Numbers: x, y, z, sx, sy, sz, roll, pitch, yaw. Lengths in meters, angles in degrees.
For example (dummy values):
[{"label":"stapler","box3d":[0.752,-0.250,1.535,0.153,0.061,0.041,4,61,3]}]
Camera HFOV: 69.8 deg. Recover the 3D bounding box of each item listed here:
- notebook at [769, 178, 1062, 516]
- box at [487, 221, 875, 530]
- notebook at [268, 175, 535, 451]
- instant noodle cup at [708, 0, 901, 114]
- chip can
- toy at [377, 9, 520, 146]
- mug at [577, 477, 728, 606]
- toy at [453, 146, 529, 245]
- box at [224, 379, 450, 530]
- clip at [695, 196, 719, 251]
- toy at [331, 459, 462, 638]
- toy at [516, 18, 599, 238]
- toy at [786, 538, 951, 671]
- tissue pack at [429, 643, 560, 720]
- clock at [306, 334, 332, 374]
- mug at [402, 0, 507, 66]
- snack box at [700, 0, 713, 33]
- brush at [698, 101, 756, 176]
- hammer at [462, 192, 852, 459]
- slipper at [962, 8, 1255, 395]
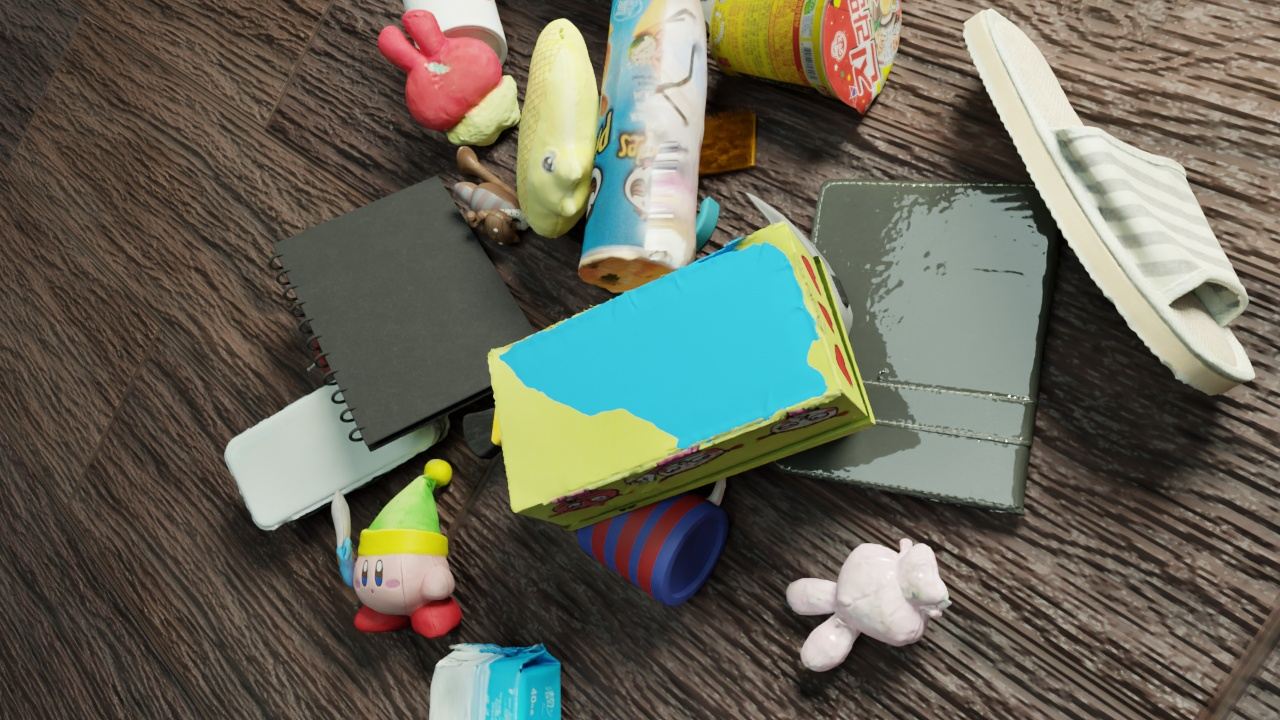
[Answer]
[{"label":"notebook","box3d":[0.176,-0.017,0.600,0.170,0.029,0.209,8,79,30]},{"label":"box","box3d":[0.021,0.016,0.576,0.221,0.079,0.124,-23,64,18]},{"label":"notebook","box3d":[-0.204,-0.048,0.784,0.169,0.019,0.231,-27,61,-14]},{"label":"instant noodle cup","box3d":[0.112,-0.238,0.654,0.112,0.100,0.100,20,89,40]},{"label":"chip can","box3d":[0.007,-0.164,0.651,0.080,0.079,0.229,-3,74,30]},{"label":"toy","box3d":[-0.165,-0.242,0.797,0.092,0.135,0.045,-41,31,16]},{"label":"mug","box3d":[0.020,0.105,0.643,0.076,0.075,0.111,27,66,32]},{"label":"toy","box3d":[-0.131,-0.139,0.800,0.102,0.042,0.054,37,75,23]},{"label":"box","box3d":[-0.268,0.073,0.805,0.214,0.063,0.118,-26,97,22]},{"label":"clip","box3d":[0.005,-0.093,0.719,0.120,0.033,0.118,-45,64,13]},{"label":"toy","box3d":[-0.195,0.154,0.758,0.124,0.096,0.131,-7,94,35]},{"label":"toy","box3d":[-0.063,-0.171,0.706,0.064,0.171,0.154,0,44,-10]},{"label":"toy","box3d":[0.141,0.150,0.571,0.110,0.047,0.063,-31,57,31]},{"label":"tissue pack","box3d":[-0.106,0.283,0.674,0.093,0.061,0.144,-11,71,30]},{"label":"clock","box3d":[-0.252,-0.033,0.843,0.087,0.044,0.124,27,94,32]},{"label":"mug","box3d":[-0.172,-0.319,0.841,0.082,0.082,0.105,-27,67,22]},{"label":"snack box","box3d":[-0.014,-0.353,0.743,0.208,0.104,0.057,43,101,30]},{"label":"brush","box3d":[0.030,-0.166,0.725,0.127,0.017,0.048,-4,77,30]},{"label":"hammer","box3d":[-0.004,0.004,0.669,0.325,0.034,0.169,-22,65,26]},{"label":"slipper","box3d":[0.266,-0.106,0.525,0.054,0.114,0.272,-45,54,41]}]
